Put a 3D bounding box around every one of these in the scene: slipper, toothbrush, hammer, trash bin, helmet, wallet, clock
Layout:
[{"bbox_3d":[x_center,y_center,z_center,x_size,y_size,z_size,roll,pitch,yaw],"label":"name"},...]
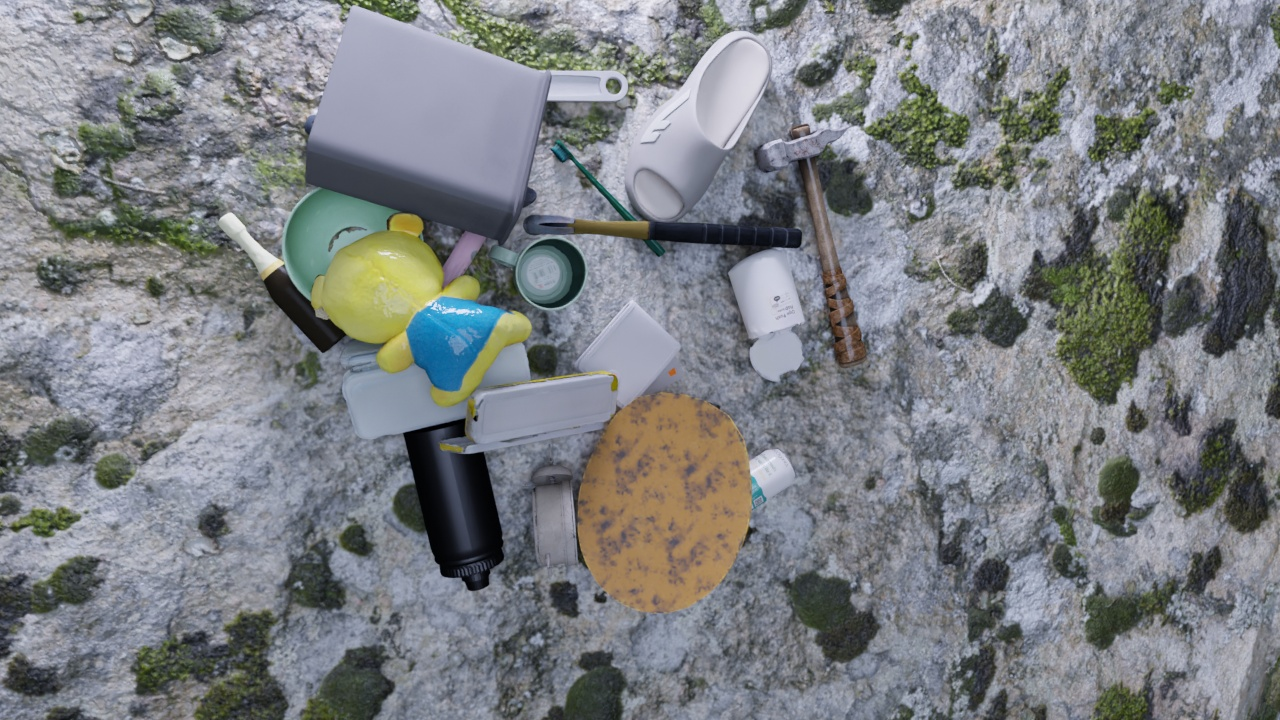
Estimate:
[{"bbox_3d":[0.081,-0.289,1.119,0.113,0.081,0.265,37,86,-16],"label":"slipper"},{"bbox_3d":[-0.199,-0.145,1.096,0.026,0.027,0.222,31,87,5],"label":"toothbrush"},{"bbox_3d":[0.242,-0.146,1.188,0.121,0.049,0.319,-17,100,-13],"label":"hammer"},{"bbox_3d":[-0.227,-0.253,0.997,0.219,0.098,0.191,15,70,-16],"label":"trash bin"},{"bbox_3d":[0.040,0.173,1.123,0.205,0.131,0.255,11,84,16],"label":"helmet"},{"bbox_3d":[-0.007,0.007,1.148,0.115,0.037,0.118,43,82,-13],"label":"wallet"},{"bbox_3d":[-0.110,0.179,1.117,0.061,0.103,0.156,-4,70,-6],"label":"clock"},{"bbox_3d":[-0.040,-0.197,1.132,0.190,0.016,0.017,45,82,-12],"label":"toothbrush"},{"bbox_3d":[0.033,-0.154,1.094,0.332,0.118,0.025,1,97,-14],"label":"hammer"}]

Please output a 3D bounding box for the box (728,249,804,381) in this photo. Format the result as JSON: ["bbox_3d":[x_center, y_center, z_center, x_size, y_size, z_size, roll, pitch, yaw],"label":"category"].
[{"bbox_3d":[0.168,-0.054,1.161,0.083,0.092,0.166,-17,90,-14],"label":"box"}]

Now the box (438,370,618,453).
[{"bbox_3d":[-0.120,0.067,1.050,0.209,0.117,0.057,-8,59,-44],"label":"box"}]

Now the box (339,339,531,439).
[{"bbox_3d":[-0.240,-0.003,1.074,0.215,0.127,0.106,-12,129,-14],"label":"box"}]

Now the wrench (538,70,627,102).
[{"bbox_3d":[-0.148,-0.317,1.098,0.273,0.018,0.087,-3,95,-14],"label":"wrench"}]

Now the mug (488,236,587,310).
[{"bbox_3d":[-0.124,-0.107,1.076,0.111,0.104,0.084,22,90,-14],"label":"mug"}]

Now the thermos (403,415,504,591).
[{"bbox_3d":[-0.216,0.171,1.089,0.086,0.086,0.198,-13,98,-11],"label":"thermos"}]

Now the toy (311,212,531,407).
[{"bbox_3d":[-0.237,-0.057,0.976,0.214,0.084,0.148,40,71,-1],"label":"toy"}]

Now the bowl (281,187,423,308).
[{"bbox_3d":[-0.324,-0.125,1.042,0.150,0.077,0.151,-1,92,-16],"label":"bowl"}]

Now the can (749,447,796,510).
[{"bbox_3d":[0.147,0.159,1.185,0.101,0.055,0.055,-32,101,-8],"label":"can"}]

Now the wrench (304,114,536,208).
[{"bbox_3d":[-0.253,-0.233,1.070,0.273,0.022,0.073,16,82,-9],"label":"wrench"}]

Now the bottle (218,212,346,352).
[{"bbox_3d":[-0.408,-0.091,1.044,0.045,0.045,0.184,-41,102,-6],"label":"bottle"}]
